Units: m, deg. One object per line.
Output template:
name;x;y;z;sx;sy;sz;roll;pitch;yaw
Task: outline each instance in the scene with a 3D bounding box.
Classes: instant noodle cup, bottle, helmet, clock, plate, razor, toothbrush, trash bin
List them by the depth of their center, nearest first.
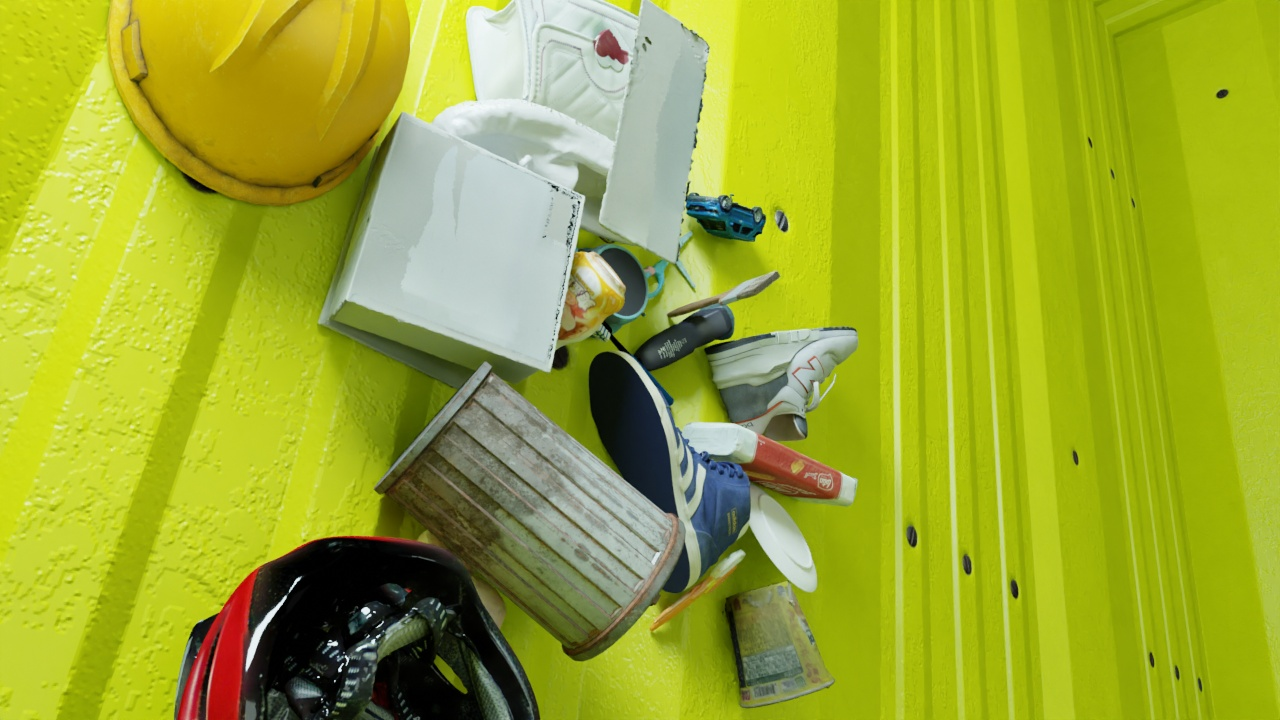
helmet;-0.162;0.241;0.546;0.216;0.167;0.272;-28;93;-60
helmet;-0.241;-0.246;0.652;0.205;0.132;0.254;31;57;-39
trash bin;-0.074;0.115;0.679;0.211;0.131;0.130;42;48;-9
bottle;-0.066;-0.043;0.796;0.063;0.108;0.063;47;9;-10
clock;-0.047;-0.069;0.866;0.124;0.053;0.090;-2;79;-45
toothbrush;-0.005;0.005;0.883;0.168;0.014;0.014;49;55;-50
instant noodle cup;0.133;0.284;0.926;0.102;0.102;0.108;1;69;-48
razor;0.045;-0.023;0.958;0.142;0.052;0.047;-29;101;-43
plate;0.152;0.185;0.983;0.134;0.011;0.134;45;19;-21

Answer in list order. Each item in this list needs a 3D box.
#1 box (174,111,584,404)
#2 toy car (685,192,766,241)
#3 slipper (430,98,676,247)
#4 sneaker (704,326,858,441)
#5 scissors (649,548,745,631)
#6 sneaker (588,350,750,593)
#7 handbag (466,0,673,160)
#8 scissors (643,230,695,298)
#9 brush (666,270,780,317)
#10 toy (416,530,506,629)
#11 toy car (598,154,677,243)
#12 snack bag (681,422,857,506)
box;-0.248;-0.054;0.822;0.171;0.405;0.168;29;60;-38
toy car;0.100;-0.164;1.057;0.120;0.056;0.043;9;94;-52
slipper;-0.073;-0.160;0.821;0.246;0.112;0.074;16;41;-31
sneaker;0.171;0.030;1.058;0.239;0.089;0.124;-5;86;-40
scissors;0.056;0.222;0.885;0.130;0.070;0.013;-26;63;-40
sneaker;0.041;0.090;0.880;0.118;0.092;0.233;-19;93;-44
handbag;-0.060;-0.272;0.886;0.198;0.096;0.142;-3;81;-50
scissors;0.018;-0.126;0.990;0.135;0.015;0.134;62;36;-16
brush;0.076;-0.062;0.930;0.045;0.143;0.008;-37;104;-38
toy;-0.136;0.179;0.692;0.063;0.047;0.110;6;60;-47
toy car;-0.015;-0.162;0.931;0.111;0.047;0.047;-41;112;-23
snack bag;0.143;0.115;0.997;0.225;0.078;0.041;28;69;-40
